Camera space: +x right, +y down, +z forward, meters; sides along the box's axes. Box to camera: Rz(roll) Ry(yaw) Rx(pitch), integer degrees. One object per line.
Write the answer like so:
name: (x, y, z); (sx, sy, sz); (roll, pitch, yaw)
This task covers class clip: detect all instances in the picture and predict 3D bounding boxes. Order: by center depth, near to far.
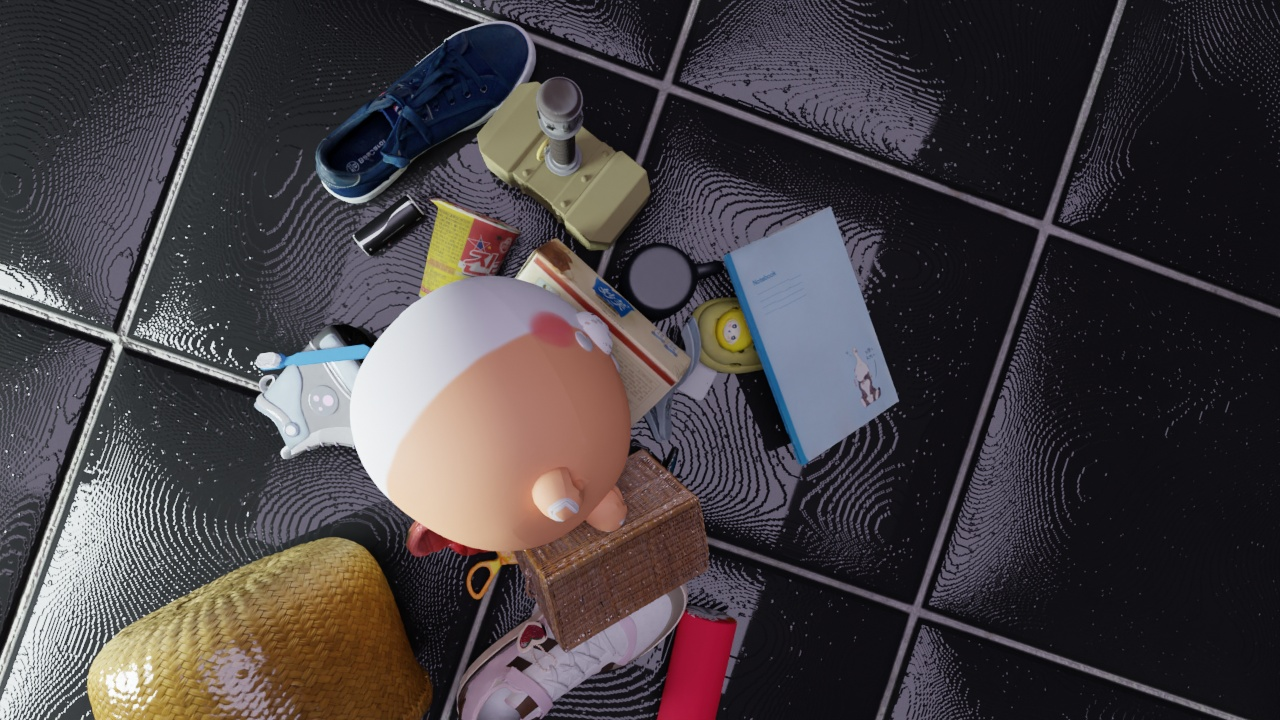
clip: (-0.012, 0.004, 1.069); (0.164, 0.031, 0.169); (23, 121, 15)

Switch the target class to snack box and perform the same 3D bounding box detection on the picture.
snack box: (-0.070, -0.013, 1.033); (0.207, 0.055, 0.154); (42, 124, -2)

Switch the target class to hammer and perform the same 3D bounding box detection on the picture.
hammer: (-0.079, -0.221, 0.936); (0.190, 0.325, 0.100); (39, 87, -3)

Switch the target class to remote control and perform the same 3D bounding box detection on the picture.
remote control: (0.020, -0.004, 1.100); (0.146, 0.008, 0.045); (28, 88, -3)

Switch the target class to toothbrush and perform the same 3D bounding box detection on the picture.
toothbrush: (-0.356, -0.004, 0.991); (0.167, 0.014, 0.016); (-5, 72, 30)

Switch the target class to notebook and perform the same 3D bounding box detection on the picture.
notebook: (0.201, -0.031, 1.054); (0.180, 0.009, 0.253); (-28, 101, -31)

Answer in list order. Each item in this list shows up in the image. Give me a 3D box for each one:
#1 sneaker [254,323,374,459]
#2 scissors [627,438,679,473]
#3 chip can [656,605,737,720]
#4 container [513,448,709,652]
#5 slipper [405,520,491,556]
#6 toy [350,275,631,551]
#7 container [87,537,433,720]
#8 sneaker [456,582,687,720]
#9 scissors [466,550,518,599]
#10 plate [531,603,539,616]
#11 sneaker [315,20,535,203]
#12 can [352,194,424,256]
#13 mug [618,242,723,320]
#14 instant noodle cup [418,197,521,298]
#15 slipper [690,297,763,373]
sneaker: (-0.316, 0.095, 1.046); (0.160, 0.093, 0.256); (-38, 93, 5)
scissors: (0.000, 0.157, 1.093); (0.151, 0.019, 0.119); (-42, 93, -1)
chip can: (0.056, 0.404, 1.071); (0.069, 0.069, 0.220); (13, 89, -4)
container: (-0.036, 0.198, 0.989); (0.198, 0.113, 0.114); (-25, 128, -19)
slipper: (-0.141, 0.174, 1.034); (0.248, 0.104, 0.059); (-20, 60, -11)
toy: (-0.130, 0.056, 0.893); (0.266, 0.262, 0.281); (-46, 67, 2)
container: (-0.383, 0.313, 0.929); (0.307, 0.307, 0.196); (-22, 95, -4)
sneaker: (-0.074, 0.323, 1.007); (0.293, 0.116, 0.112); (-29, 97, -4)
scissors: (-0.153, 0.234, 1.087); (0.131, 0.011, 0.125); (32, 88, -5)
plate: (-0.077, 0.311, 1.079); (0.104, 0.026, 0.104); (0, 95, -6)
sneaker: (-0.241, -0.287, 1.028); (0.294, 0.127, 0.120); (-38, 91, -5)
can: (-0.293, -0.158, 1.069); (0.080, 0.031, 0.031); (-38, 92, -3)
mug: (0.037, -0.095, 1.058); (0.121, 0.094, 0.085); (-13, 91, -4)
instant noodle cup: (-0.200, -0.114, 1.049); (0.100, 0.100, 0.112); (20, 96, -3)
slipper: (0.153, -0.032, 1.074); (0.190, 0.081, 0.091); (-4, 92, -6)
